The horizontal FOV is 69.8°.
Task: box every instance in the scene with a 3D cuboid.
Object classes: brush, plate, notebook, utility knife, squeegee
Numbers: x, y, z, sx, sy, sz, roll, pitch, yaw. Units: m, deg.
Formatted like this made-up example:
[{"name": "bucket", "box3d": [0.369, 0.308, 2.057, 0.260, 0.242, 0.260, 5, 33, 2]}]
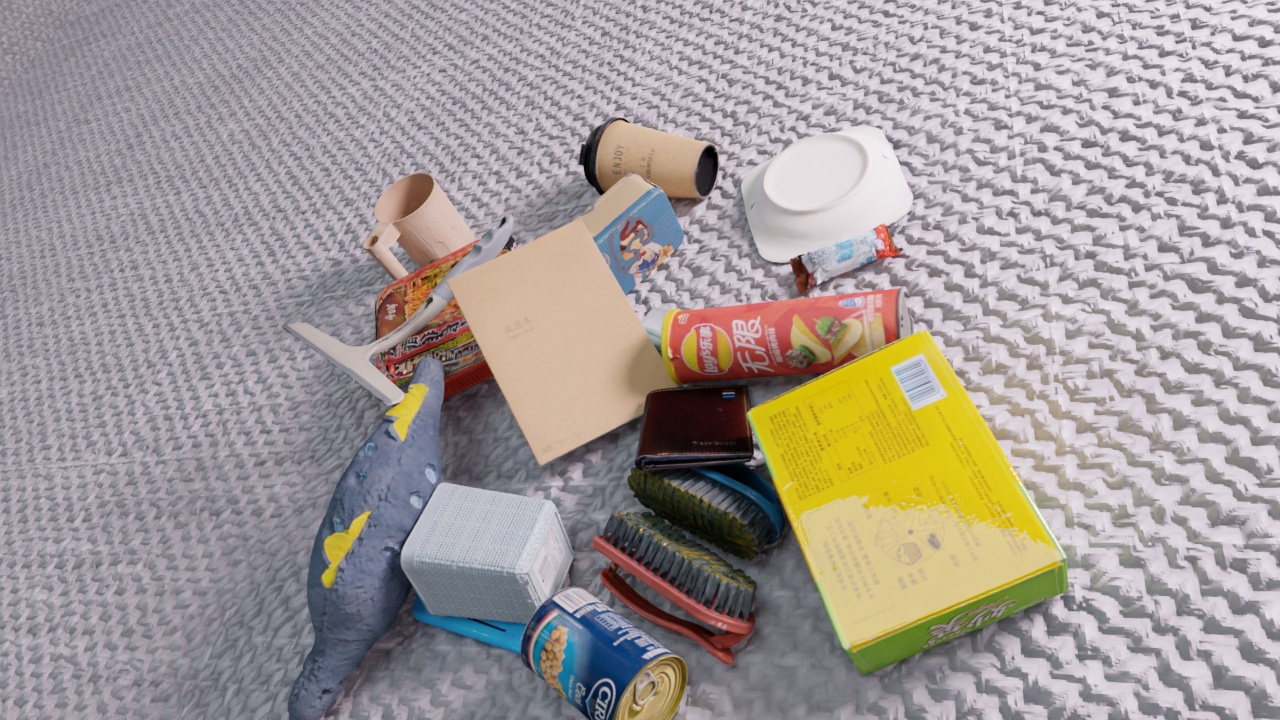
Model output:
[{"name": "brush", "box3d": [0.060, 0.110, 0.762, 0.144, 0.055, 0.073, 20, 43, 38]}, {"name": "plate", "box3d": [0.183, -0.183, 0.945, 0.164, 0.034, 0.164, -20, 48, 13]}, {"name": "notebook", "box3d": [-0.076, -0.021, 0.880, 0.149, 0.012, 0.211, -26, 73, -10]}, {"name": "utility knife", "box3d": [-0.133, 0.227, 0.793, 0.166, 0.018, 0.034, 8, 58, 31]}, {"name": "squeegee", "box3d": [-0.217, -0.065, 0.951, 0.246, 0.039, 0.247, -44, 42, -20]}, {"name": "brush", "box3d": [0.029, 0.178, 0.723, 0.146, 0.063, 0.069, 26, 99, 38]}]

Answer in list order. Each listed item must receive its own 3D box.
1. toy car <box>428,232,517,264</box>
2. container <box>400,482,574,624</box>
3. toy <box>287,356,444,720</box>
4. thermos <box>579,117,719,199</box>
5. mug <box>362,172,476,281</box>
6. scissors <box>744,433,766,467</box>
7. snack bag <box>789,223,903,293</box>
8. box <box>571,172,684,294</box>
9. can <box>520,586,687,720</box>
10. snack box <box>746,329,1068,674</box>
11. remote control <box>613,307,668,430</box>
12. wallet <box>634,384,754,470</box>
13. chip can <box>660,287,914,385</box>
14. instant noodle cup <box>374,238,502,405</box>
[{"name": "toy car", "box3d": [-0.202, -0.112, 1.094, 0.122, 0.037, 0.056, -30, 47, -14]}, {"name": "container", "box3d": [-0.124, 0.165, 0.780, 0.112, 0.090, 0.089, 2, 43, 20]}, {"name": "toy", "box3d": [-0.236, 0.154, 0.814, 0.138, 0.091, 0.355, 148, 140, -70]}, {"name": "thermos", "box3d": [0.012, -0.222, 1.036, 0.143, 0.093, 0.092, 15, 62, 28]}, {"name": "mug", "box3d": [-0.267, -0.147, 1.107, 0.084, 0.103, 0.124, 9, 59, 33]}, {"name": "scissors", "box3d": [0.170, 0.061, 0.769, 0.169, 0.012, 0.146, 25, 70, 39]}, {"name": "snack bag", "box3d": [0.195, -0.100, 0.876, 0.105, 0.026, 0.045, -20, 56, 14]}, {"name": "box", "box3d": [-0.043, -0.109, 0.969, 0.184, 0.090, 0.059, -45, 48, -8]}, {"name": "can", "box3d": [-0.030, 0.229, 0.696, 0.111, 0.075, 0.075, 24, 68, 40]}, {"name": "snack box", "box3d": [0.187, 0.100, 0.676, 0.158, 0.070, 0.209, -26, 51, 9]}, {"name": "remote control", "box3d": [-0.005, 0.005, 0.903, 0.056, 0.019, 0.135, 27, 70, 41]}, {"name": "wallet", "box3d": [0.047, 0.057, 0.790, 0.096, 0.020, 0.122, -6, 24, 7]}, {"name": "chip can", "box3d": [0.129, -0.019, 0.816, 0.217, 0.073, 0.073, -4, 53, 25]}, {"name": "instant noodle cup", "box3d": [-0.206, -0.034, 1.001, 0.165, 0.079, 0.188, -23, 48, 9]}]
